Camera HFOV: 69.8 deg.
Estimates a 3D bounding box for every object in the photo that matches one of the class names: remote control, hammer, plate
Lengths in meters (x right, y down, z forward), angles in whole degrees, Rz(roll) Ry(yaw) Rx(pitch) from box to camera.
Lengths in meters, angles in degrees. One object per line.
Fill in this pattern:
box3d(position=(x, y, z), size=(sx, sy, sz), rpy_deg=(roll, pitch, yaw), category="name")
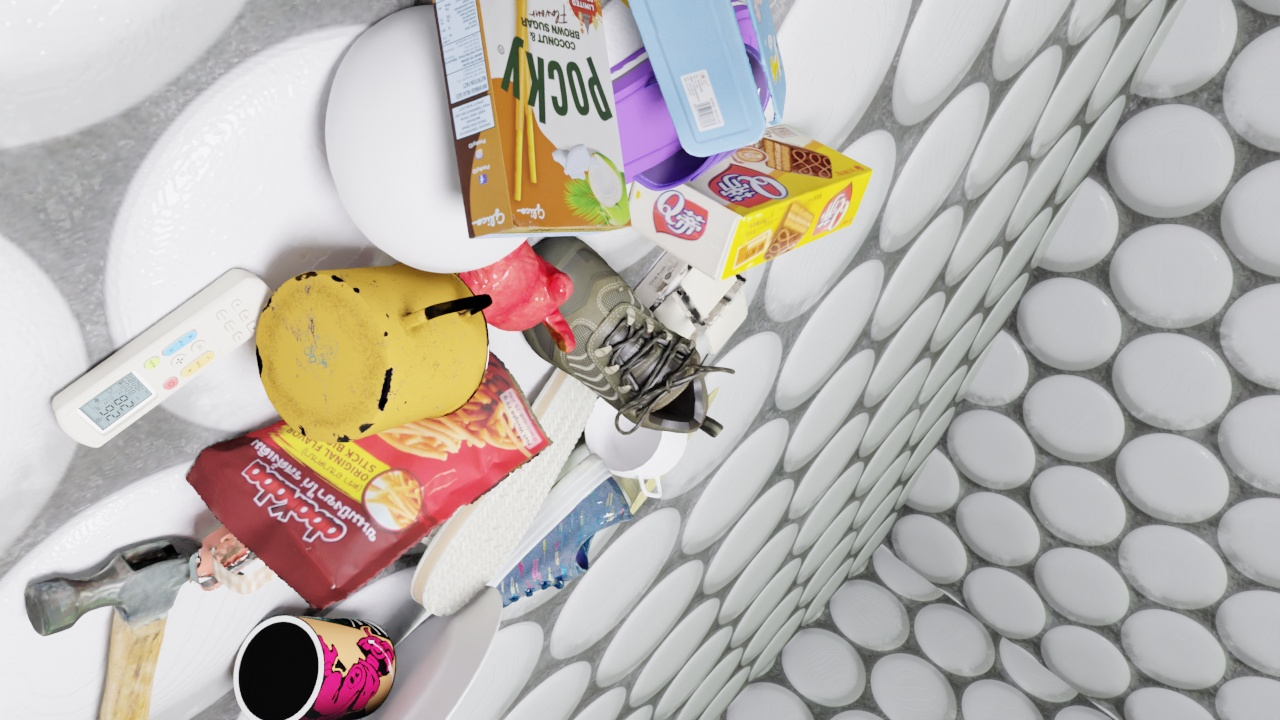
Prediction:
box3d(position=(-0.255, -0.002, 0.498), size=(0.125, 0.018, 0.038), rpy_deg=(-42, 152, -21), category="remote control")
box3d(position=(-0.357, 0.253, 0.637), size=(0.132, 0.033, 0.331), rpy_deg=(-18, 138, -53), category="hammer")
box3d(position=(-0.211, 0.287, 0.788), size=(0.243, 0.016, 0.242), rpy_deg=(-41, -165, 13), category="plate")
box3d(position=(0.023, 0.096, 1.053), size=(0.184, 0.036, 0.184), rpy_deg=(-53, 171, -12), category="plate")

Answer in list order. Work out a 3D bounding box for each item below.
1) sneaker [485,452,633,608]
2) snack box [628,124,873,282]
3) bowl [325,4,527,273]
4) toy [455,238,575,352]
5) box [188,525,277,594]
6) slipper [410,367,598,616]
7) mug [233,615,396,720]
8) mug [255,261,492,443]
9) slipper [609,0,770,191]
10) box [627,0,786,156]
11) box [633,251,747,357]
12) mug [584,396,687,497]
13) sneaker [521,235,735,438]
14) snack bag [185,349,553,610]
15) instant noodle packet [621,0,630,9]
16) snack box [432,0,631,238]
box3d(position=(-0.097, 0.197, 0.908), size=(0.236, 0.079, 0.087), rpy_deg=(-47, 170, 14), category="sneaker")
box3d(position=(0.103, -0.147, 0.819), size=(0.229, 0.110, 0.062), rpy_deg=(-26, 142, -45), category="snack box")
box3d(position=(-0.096, -0.122, 0.514), size=(0.149, 0.043, 0.149), rpy_deg=(-11, 107, -40), category="bowl")
box3d(position=(-0.101, -0.041, 0.636), size=(0.094, 0.088, 0.133), rpy_deg=(-51, 134, -5), category="toy")
box3d(position=(-0.212, 0.098, 0.624), size=(0.071, 0.056, 0.186), rpy_deg=(-40, 179, 42), category="box")
box3d(position=(-0.124, 0.102, 0.821), size=(0.262, 0.052, 0.115), rpy_deg=(-57, 153, -19), category="slipper")
box3d(position=(-0.261, 0.265, 0.731), size=(0.098, 0.082, 0.118), rpy_deg=(42, 55, -65), category="mug")
box3d(position=(-0.147, -0.011, 0.533), size=(0.124, 0.100, 0.094), rpy_deg=(-23, 178, 26), category="mug")
box3d(position=(0.026, -0.174, 0.684), size=(0.265, 0.084, 0.107), rpy_deg=(-37, 150, -32), category="slipper")
box3d(position=(0.035, -0.237, 0.580), size=(0.209, 0.073, 0.085), rpy_deg=(65, 32, -42), category="box")
box3d(position=(0.046, -0.043, 0.932), size=(0.144, 0.058, 0.188), rpy_deg=(-48, 151, -9), category="box")
box3d(position=(-0.001, 0.083, 0.934), size=(0.094, 0.115, 0.068), rpy_deg=(-21, 162, 20), category="mug")
box3d(position=(-0.005, 0.004, 0.755), size=(0.101, 0.143, 0.238), rpy_deg=(-50, 138, -6), category="sneaker")
box3d(position=(-0.168, 0.067, 0.603), size=(0.207, 0.139, 0.067), rpy_deg=(-34, 154, -40), category="snack bag")
box3d(position=(0.010, -0.296, 0.570), size=(0.134, 0.026, 0.087), rpy_deg=(-57, 150, 9), category="instant noodle packet")
box3d(position=(-0.059, -0.161, 0.491), size=(0.100, 0.032, 0.186), rpy_deg=(-13, 96, -54), category="snack box")
